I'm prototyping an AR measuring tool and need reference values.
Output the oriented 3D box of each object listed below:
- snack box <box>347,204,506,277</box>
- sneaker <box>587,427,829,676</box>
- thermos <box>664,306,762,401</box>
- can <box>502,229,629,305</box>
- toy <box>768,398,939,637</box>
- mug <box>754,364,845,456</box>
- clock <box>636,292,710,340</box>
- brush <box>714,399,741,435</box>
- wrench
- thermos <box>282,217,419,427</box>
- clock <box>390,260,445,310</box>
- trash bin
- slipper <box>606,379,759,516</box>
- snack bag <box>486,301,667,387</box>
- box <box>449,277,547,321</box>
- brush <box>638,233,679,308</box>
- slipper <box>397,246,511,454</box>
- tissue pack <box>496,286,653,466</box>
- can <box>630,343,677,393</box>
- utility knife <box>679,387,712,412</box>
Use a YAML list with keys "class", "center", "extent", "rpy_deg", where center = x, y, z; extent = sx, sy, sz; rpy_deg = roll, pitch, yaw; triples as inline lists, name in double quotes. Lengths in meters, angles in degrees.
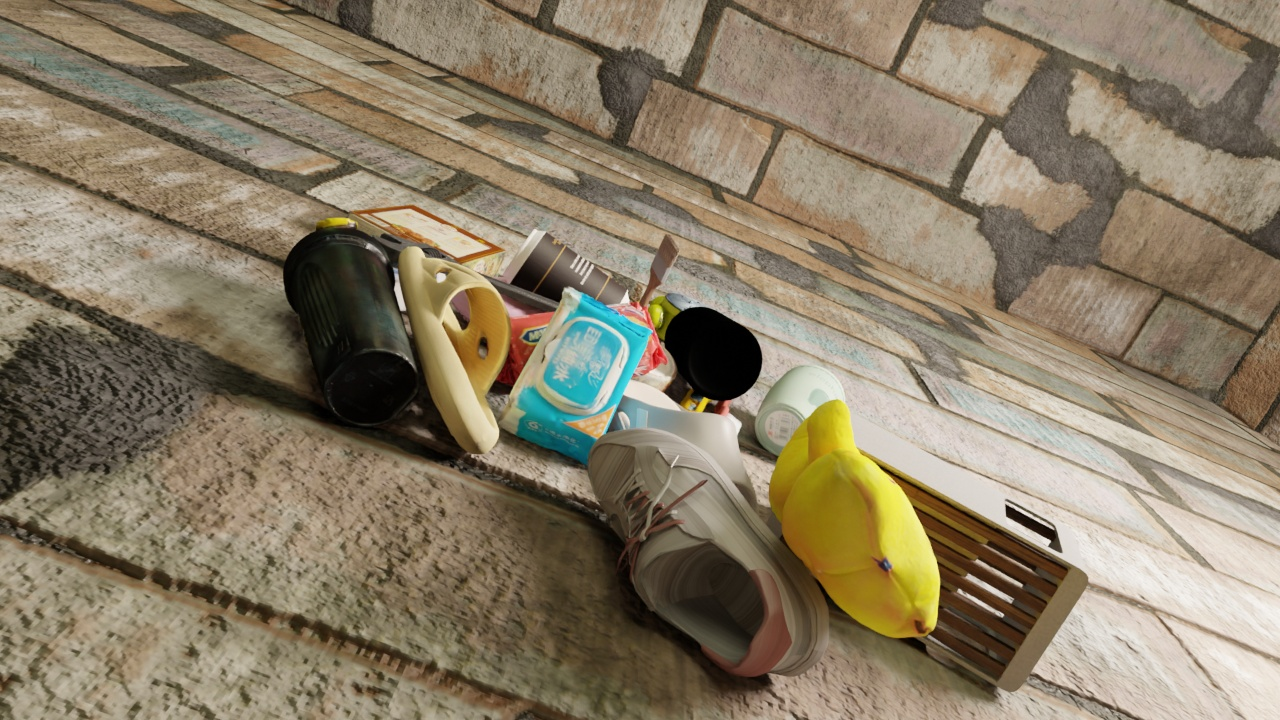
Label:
- class: "snack box"
  center: [-0.256, -0.136, 1.099]
  extent: [0.143, 0.041, 0.146]
  rpy_deg: [27, 19, 9]
- class: "sneaker"
  center: [0.024, 0.124, 0.638]
  extent: [0.236, 0.099, 0.089]
  rpy_deg: [41, 14, 35]
- class: "thermos"
  center: [0.076, -0.015, 1.064]
  extent: [0.086, 0.086, 0.198]
  rpy_deg: [21, 7, -9]
- class: "can"
  center: [-0.080, -0.081, 1.001]
  extent: [0.128, 0.072, 0.071]
  rpy_deg: [35, 17, -9]
- class: "toy"
  center: [0.138, 0.104, 0.639]
  extent: [0.193, 0.087, 0.134]
  rpy_deg: [-84, 149, -80]
- class: "mug"
  center: [0.183, 0.072, 1.019]
  extent: [0.111, 0.084, 0.103]
  rpy_deg: [54, 33, 0]
- class: "clock"
  center: [0.049, -0.057, 1.226]
  extent: [0.119, 0.057, 0.083]
  rpy_deg: [25, 19, 2]
- class: "brush"
  center: [0.090, 0.065, 0.982]
  extent: [0.030, 0.041, 0.172]
  rpy_deg: [42, 17, 1]
- class: "wrench"
  center: [-0.143, -0.075, 0.942]
  extent: [0.273, 0.018, 0.073]
  rpy_deg: [21, 16, -8]
- class: "thermos"
  center: [-0.242, -0.037, 0.768]
  extent: [0.098, 0.098, 0.220]
  rpy_deg: [12, 26, -32]
- class: "clock"
  center: [-0.256, -0.092, 0.962]
  extent: [0.089, 0.052, 0.125]
  rpy_deg: [31, 20, 22]
- class: "trash bin"
  center: [0.236, 0.151, 0.778]
  extent: [0.229, 0.115, 0.114]
  rpy_deg: [29, 15, 15]
- class: "slipper"
  center: [0.036, 0.068, 0.832]
  extent: [0.112, 0.081, 0.265]
  rpy_deg: [18, 19, -26]
- class: "snack bag"
  center: [-0.065, -0.013, 0.893]
  extent: [0.176, 0.082, 0.082]
  rpy_deg: [-7, 31, -22]
- class: "box"
  center: [-0.105, -0.039, 1.024]
  extent: [0.153, 0.037, 0.200]
  rpy_deg: [41, 25, 24]
- class: "brush"
  center: [0.010, -0.083, 1.113]
  extent: [0.008, 0.143, 0.045]
  rpy_deg: [14, 30, -24]
- class: "slipper"
  center: [-0.148, -0.019, 0.794]
  extent: [0.079, 0.111, 0.261]
  rpy_deg: [-22, 38, -5]
- class: "tissue pack"
  center: [-0.055, 0.011, 0.805]
  extent: [0.093, 0.144, 0.062]
  rpy_deg: [25, -20, -1]
- class: "can"
  center: [-0.006, 0.006, 0.991]
  extent: [0.086, 0.043, 0.086]
  rpy_deg: [27, 26, -15]
- class: "utility knife"
  center: [0.058, 0.052, 1.010]
  extent: [0.030, 0.017, 0.158]
  rpy_deg: [16, 20, 10]
